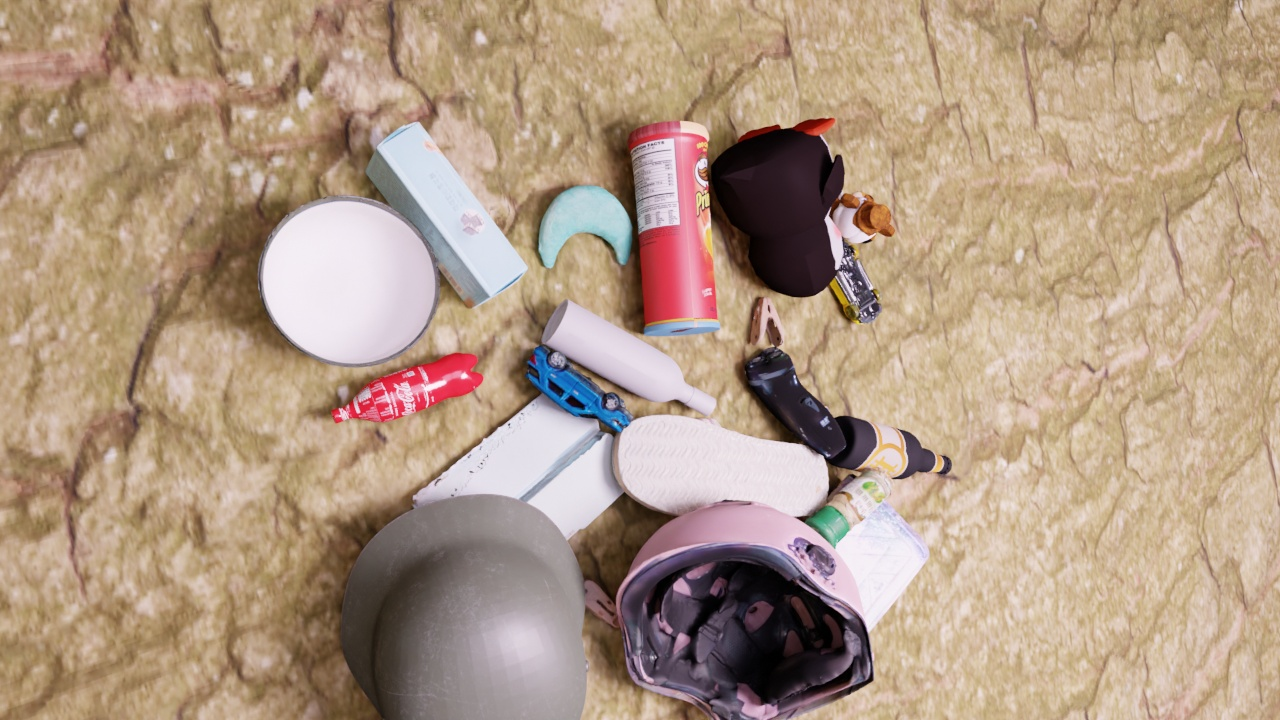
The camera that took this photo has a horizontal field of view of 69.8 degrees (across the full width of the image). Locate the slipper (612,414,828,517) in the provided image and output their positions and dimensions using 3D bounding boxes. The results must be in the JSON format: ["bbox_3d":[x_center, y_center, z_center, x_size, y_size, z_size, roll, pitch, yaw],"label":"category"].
[{"bbox_3d":[0.085,0.116,0.979,0.262,0.052,0.115,11,72,-26],"label":"slipper"}]

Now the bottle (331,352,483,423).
[{"bbox_3d":[-0.218,0.029,0.859,0.141,0.042,0.042,-20,92,-25],"label":"bottle"}]

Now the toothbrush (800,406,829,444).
[{"bbox_3d":[0.185,0.107,1.047,0.021,0.017,0.134,41,69,-21],"label":"toothbrush"}]

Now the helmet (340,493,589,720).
[{"bbox_3d":[-0.135,0.270,0.790,0.226,0.154,0.268,-11,111,-16],"label":"helmet"}]

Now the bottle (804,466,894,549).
[{"bbox_3d":[0.229,0.160,0.999,0.110,0.043,0.043,-34,98,-25],"label":"bottle"}]

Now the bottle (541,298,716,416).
[{"bbox_3d":[-0.006,0.006,0.953,0.195,0.053,0.052,29,73,-19],"label":"bottle"}]

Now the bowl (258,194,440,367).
[{"bbox_3d":[-0.265,-0.066,0.832,0.153,0.073,0.153,4,82,-24],"label":"bowl"}]

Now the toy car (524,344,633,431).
[{"bbox_3d":[-0.061,0.032,0.905,0.120,0.056,0.043,34,84,11],"label":"toy car"}]

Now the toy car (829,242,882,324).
[{"bbox_3d":[0.250,-0.091,1.093,0.049,0.030,0.107,-31,95,-26],"label":"toy car"}]

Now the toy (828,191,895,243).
[{"bbox_3d":[0.249,-0.168,1.061,0.087,0.113,0.067,33,83,-18],"label":"toy"}]

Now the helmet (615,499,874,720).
[{"bbox_3d":[0.101,0.231,0.897,0.255,0.231,0.152,36,35,-16],"label":"helmet"}]

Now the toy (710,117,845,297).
[{"bbox_3d":[0.154,-0.150,1.001,0.139,0.159,0.184,-37,118,-34],"label":"toy"}]

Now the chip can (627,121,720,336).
[{"bbox_3d":[0.036,-0.136,0.971,0.087,0.087,0.213,-2,86,-25],"label":"chip can"}]

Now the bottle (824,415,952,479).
[{"bbox_3d":[0.297,0.109,1.074,0.181,0.059,0.059,14,78,-30],"label":"bottle"}]

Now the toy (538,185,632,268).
[{"bbox_3d":[-0.058,-0.140,0.960,0.105,0.033,0.085,-6,100,-23],"label":"toy"}]

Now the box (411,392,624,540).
[{"bbox_3d":[-0.107,0.127,0.900,0.196,0.044,0.136,-40,100,-27],"label":"box"}]

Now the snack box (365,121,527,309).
[{"bbox_3d":[-0.186,-0.134,0.875,0.053,0.075,0.174,-41,101,-22],"label":"snack box"}]

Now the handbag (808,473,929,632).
[{"bbox_3d":[0.228,0.224,1.030,0.158,0.069,0.126,-41,86,-24],"label":"handbag"}]

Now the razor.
[{"bbox_3d":[0.175,0.045,1.014,0.052,0.064,0.140,-34,76,-31],"label":"razor"}]

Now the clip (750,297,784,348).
[{"bbox_3d":[0.147,-0.044,1.046,0.061,0.026,0.049,40,59,-7],"label":"clip"}]

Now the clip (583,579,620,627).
[{"bbox_3d":[-0.041,0.247,0.928,0.061,0.049,0.025,30,68,25],"label":"clip"}]
